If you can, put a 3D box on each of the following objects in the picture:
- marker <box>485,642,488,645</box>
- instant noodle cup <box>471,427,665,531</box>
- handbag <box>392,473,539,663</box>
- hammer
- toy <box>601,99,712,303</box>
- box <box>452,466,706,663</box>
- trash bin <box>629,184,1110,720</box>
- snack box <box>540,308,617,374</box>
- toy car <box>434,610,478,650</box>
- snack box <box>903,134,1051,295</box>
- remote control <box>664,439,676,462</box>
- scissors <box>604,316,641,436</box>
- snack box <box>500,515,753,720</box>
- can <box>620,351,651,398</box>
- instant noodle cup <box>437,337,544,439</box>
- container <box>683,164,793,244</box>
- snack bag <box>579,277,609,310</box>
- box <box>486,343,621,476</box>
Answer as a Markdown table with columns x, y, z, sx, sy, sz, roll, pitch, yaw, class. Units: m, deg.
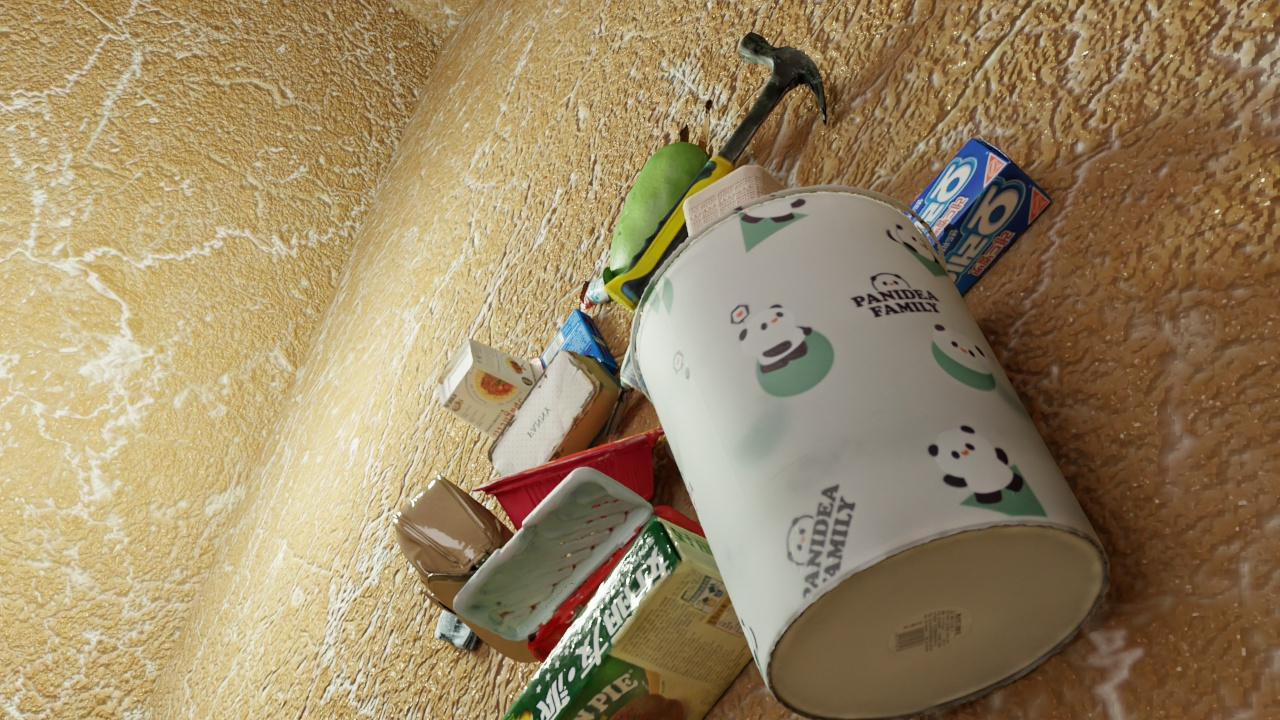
| x | y | z | sx | sy | sz | roll | pitch | yaw | class |
| --- | --- | --- | --- | --- | --- | --- | --- | --- | --- |
| -0.135 | 0.262 | 1.007 | 0.131 | 0.018 | 0.022 | -53 | 37 | 15 | marker |
| -0.060 | 0.122 | 0.881 | 0.194 | 0.193 | 0.066 | -21 | 85 | 51 | instant noodle cup |
| -0.154 | 0.209 | 0.889 | 0.099 | 0.204 | 0.148 | -46 | 41 | -17 | handbag |
| 0.076 | -0.188 | 0.949 | 0.126 | 0.032 | 0.323 | 34 | 85 | 24 | hammer |
| 0.028 | -0.174 | 1.067 | 0.246 | 0.090 | 0.227 | -66 | 16 | -2 | toy |
| -0.047 | 0.186 | 0.783 | 0.201 | 0.157 | 0.037 | -48 | 16 | 23 | box |
| 0.129 | 0.057 | 0.555 | 0.230 | 0.229 | 0.251 | -46 | 37 | 25 | trash bin |
| -0.079 | 0.003 | 1.147 | 0.085 | 0.026 | 0.157 | -54 | 28 | 13 | snack box |
| -0.216 | 0.311 | 1.083 | 0.106 | 0.031 | 0.048 | -12 | 53 | 56 | toy car |
| 0.209 | -0.068 | 0.697 | 0.208 | 0.058 | 0.057 | -51 | 29 | 19 | snack box |
| 0.070 | 0.040 | 0.870 | 0.136 | 0.020 | 0.056 | -57 | 28 | 6 | remote control |
| -0.009 | 0.010 | 0.973 | 0.180 | 0.019 | 0.139 | -65 | -10 | 7 | scissors |
| -0.004 | 0.242 | 0.702 | 0.240 | 0.114 | 0.063 | -55 | 29 | 12 | snack box |
| 0.038 | -0.009 | 0.909 | 0.111 | 0.075 | 0.075 | -60 | 27 | 2 | can |
| -0.189 | 0.041 | 1.190 | 0.116 | 0.124 | 0.116 | -53 | 29 | 14 | instant noodle cup |
| 0.101 | -0.104 | 0.858 | 0.090 | 0.090 | 0.110 | -25 | 54 | 33 | container |
| -0.042 | -0.093 | 1.176 | 0.106 | 0.026 | 0.045 | -19 | 46 | 49 | snack bag |
| -0.094 | 0.070 | 1.047 | 0.184 | 0.059 | 0.090 | -51 | 54 | 13 | box |
